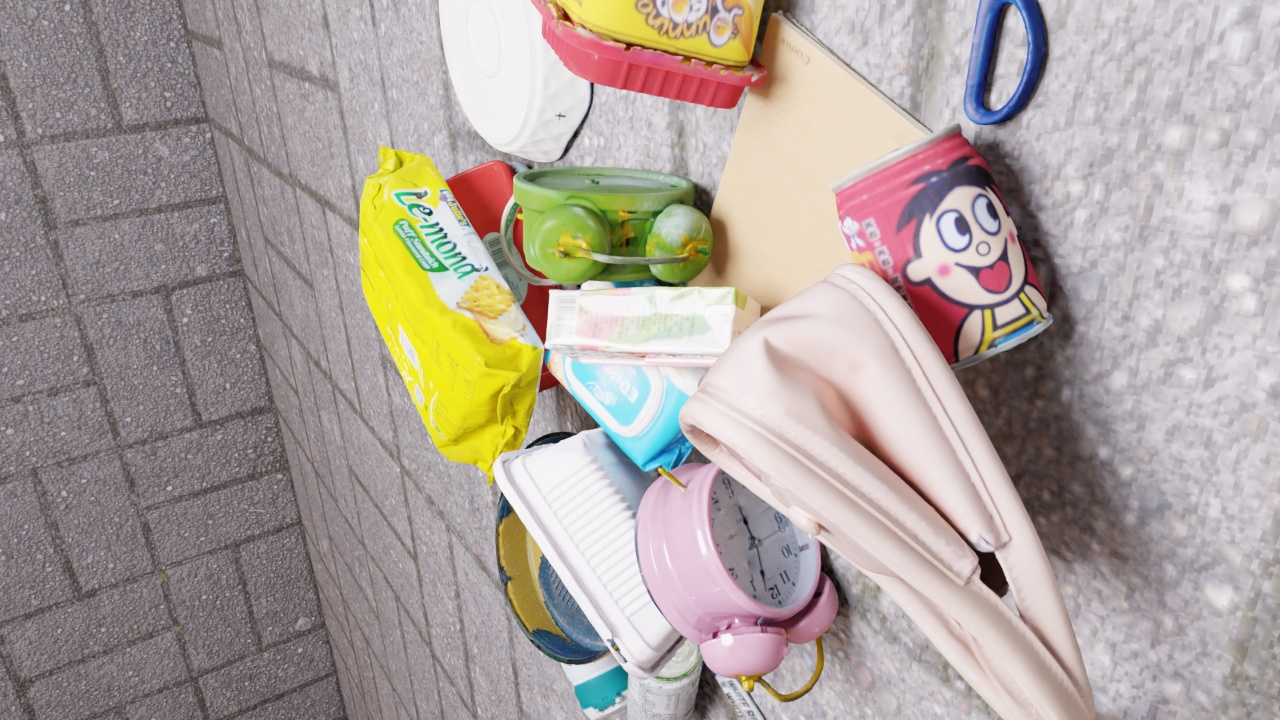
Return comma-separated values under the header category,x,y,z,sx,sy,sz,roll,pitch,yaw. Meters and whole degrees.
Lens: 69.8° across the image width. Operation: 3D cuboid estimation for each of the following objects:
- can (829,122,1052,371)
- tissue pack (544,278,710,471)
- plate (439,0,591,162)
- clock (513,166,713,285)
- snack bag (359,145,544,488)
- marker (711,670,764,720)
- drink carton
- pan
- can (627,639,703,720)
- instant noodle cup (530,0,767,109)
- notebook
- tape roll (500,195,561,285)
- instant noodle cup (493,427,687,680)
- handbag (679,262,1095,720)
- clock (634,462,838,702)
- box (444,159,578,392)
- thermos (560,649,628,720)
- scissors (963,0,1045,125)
category,x,y,z,sx,sy,sz,roll,pitch,yaw
can,0.129,-0.047,0.399,0.067,0.066,0.094,-22,94,61
tissue pack,-0.004,0.004,0.634,0.140,0.063,0.090,46,124,24
plate,-0.106,-0.259,0.728,0.205,0.045,0.205,35,133,48
clock,-0.019,-0.085,0.580,0.161,0.116,0.056,-130,39,-64
snack bag,-0.160,-0.033,0.733,0.246,0.068,0.158,56,149,26
marker,0.085,0.275,0.711,0.145,0.016,0.017,55,146,29
drink carton,0.007,-0.019,0.558,0.123,0.053,0.045,2,82,23
pan,-0.036,0.093,0.757,0.197,0.078,0.358,44,119,37
can,0.019,0.264,0.754,0.058,0.058,0.147,52,155,33
instant noodle cup,0.014,-0.210,0.473,0.116,0.116,0.124,-117,38,-51
notebook,0.092,-0.063,0.523,0.149,0.012,0.212,52,145,30
tape roll,-0.074,-0.103,0.737,0.086,0.013,0.086,2,94,25
instant noodle cup,-0.011,0.116,0.630,0.060,0.138,0.173,-41,78,14
handbag,0.121,0.080,0.423,0.234,0.093,0.193,50,177,6
clock,0.066,0.132,0.569,0.060,0.117,0.158,-30,78,41
box,-0.100,-0.069,0.808,0.098,0.095,0.201,32,-143,-81
thermos,-0.067,0.242,0.910,0.224,0.073,0.073,64,150,14
scissors,0.142,-0.180,0.373,0.174,0.012,0.162,3,106,58
